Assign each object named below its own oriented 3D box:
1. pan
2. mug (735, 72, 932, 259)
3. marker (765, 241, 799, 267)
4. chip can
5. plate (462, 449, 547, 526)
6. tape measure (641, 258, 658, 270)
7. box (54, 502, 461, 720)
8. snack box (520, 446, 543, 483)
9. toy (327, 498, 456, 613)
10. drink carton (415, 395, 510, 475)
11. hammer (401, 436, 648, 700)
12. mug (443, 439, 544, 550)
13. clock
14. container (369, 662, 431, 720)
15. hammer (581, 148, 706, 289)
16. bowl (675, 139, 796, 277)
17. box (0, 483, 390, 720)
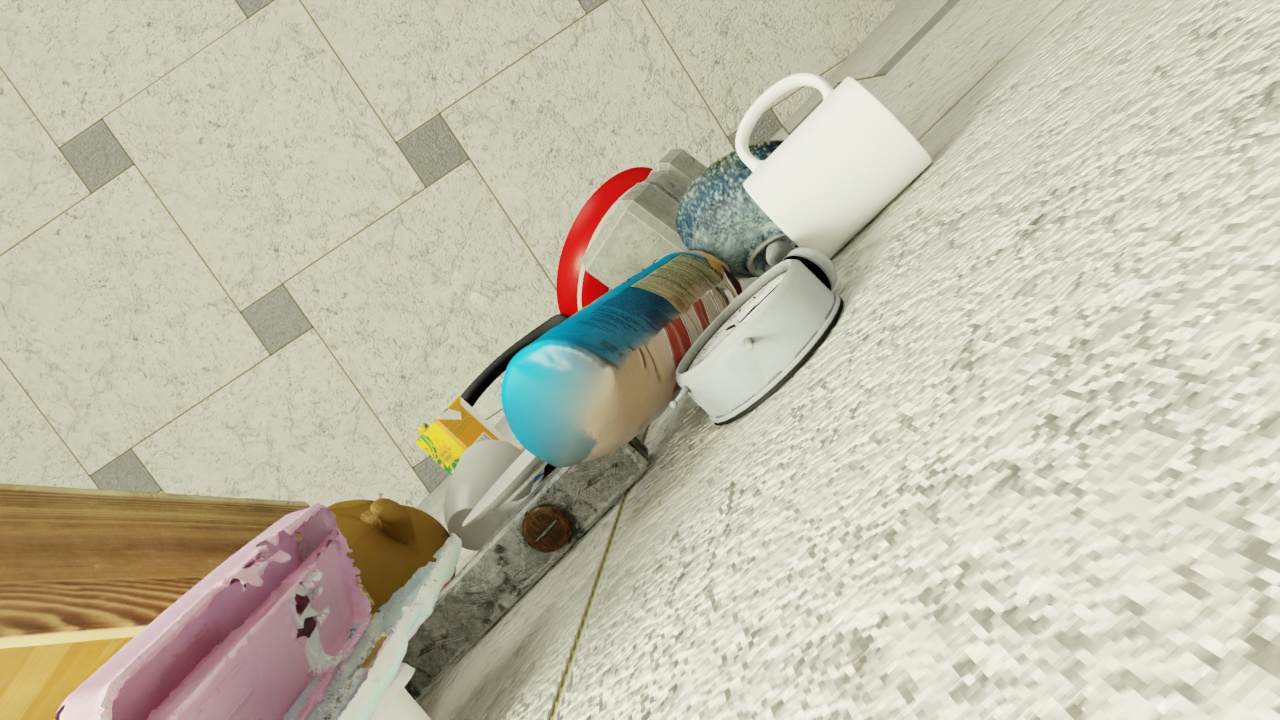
[{"bbox_3d":[-0.057,-0.063,1.013,0.355,0.067,0.209,-47,-34,-23],"label":"pan"},{"bbox_3d":[0.111,-0.131,0.580,0.091,0.110,0.073,-45,-21,17],"label":"mug"},{"bbox_3d":[0.092,-0.067,0.578,0.138,0.016,0.022,-7,-67,-75],"label":"marker"},{"bbox_3d":[0.001,-0.010,0.561,0.080,0.080,0.229,-43,-1,28],"label":"chip can"},{"bbox_3d":[-0.076,0.071,0.654,0.134,0.011,0.134,-46,5,5],"label":"plate"},{"bbox_3d":[0.040,-0.049,0.715,0.071,0.072,0.042,-13,-14,-43],"label":"tape measure"},{"bbox_3d":[-0.128,0.119,0.377,0.095,0.088,0.202,-13,9,3],"label":"box"},{"bbox_3d":[-0.057,0.050,0.903,0.152,0.034,0.087,-43,6,25],"label":"snack box"},{"bbox_3d":[-0.224,0.173,0.730,0.199,0.162,0.203,-56,-7,10],"label":"toy"},{"bbox_3d":[-0.169,0.097,0.943,0.058,0.122,0.041,-41,9,44],"label":"drink carton"},{"bbox_3d":[-0.081,0.107,0.691,0.218,0.037,0.300,-46,5,6],"label":"hammer"},{"bbox_3d":[-0.119,0.117,0.800,0.107,0.071,0.089,-17,22,12],"label":"mug"},{"bbox_3d":[0.065,-0.018,0.496,0.095,0.035,0.122,-40,9,42],"label":"clock"},{"bbox_3d":[-0.129,0.193,0.381,0.129,0.049,0.081,-50,7,-28],"label":"container"},{"bbox_3d":[-0.037,-0.045,0.911,0.319,0.083,0.162,-52,2,35],"label":"hammer"},{"bbox_3d":[0.089,-0.096,0.663,0.114,0.060,0.114,-17,-31,-11],"label":"bowl"},{"bbox_3d":[-0.278,0.238,0.478,0.279,0.215,0.257,-53,-27,10],"label":"box"}]
